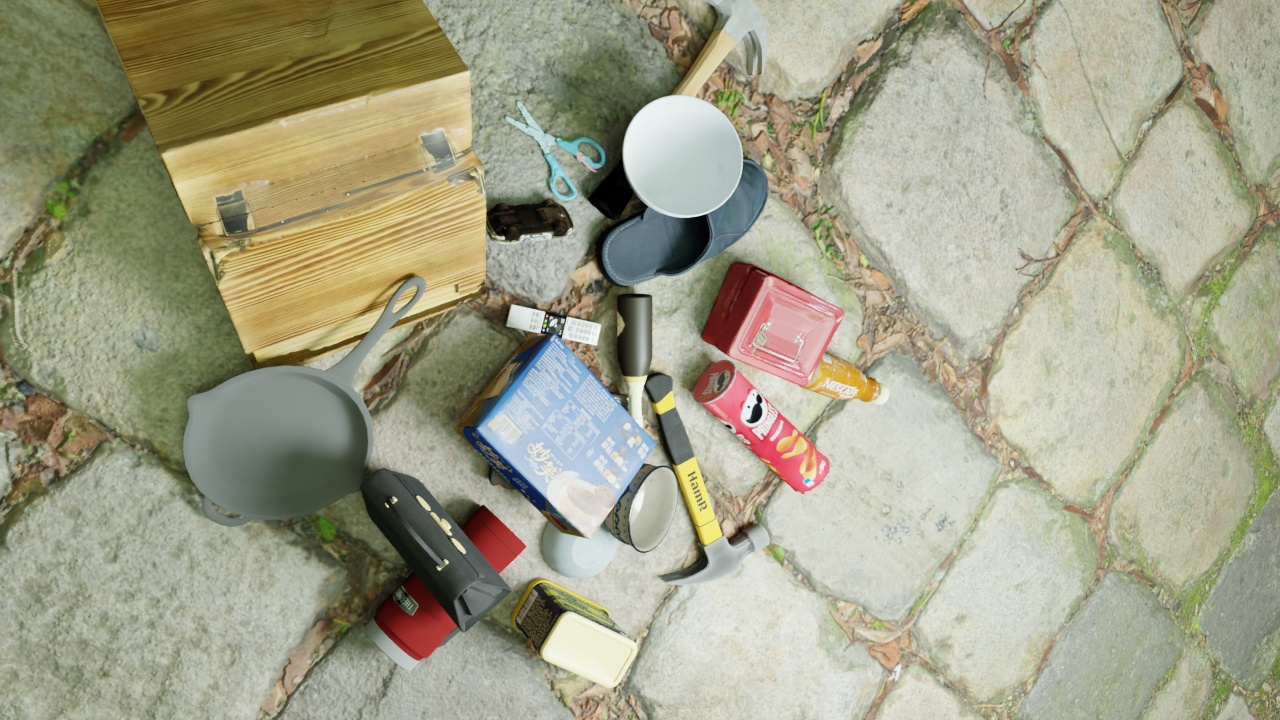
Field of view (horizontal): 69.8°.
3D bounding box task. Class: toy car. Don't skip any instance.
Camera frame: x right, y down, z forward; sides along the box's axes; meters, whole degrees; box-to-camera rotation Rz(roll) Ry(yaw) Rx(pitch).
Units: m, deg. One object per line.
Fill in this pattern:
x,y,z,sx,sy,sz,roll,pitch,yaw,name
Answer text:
-0.133,-0.162,1.095,0.112,0.041,0.048,-11,65,-30,toy car

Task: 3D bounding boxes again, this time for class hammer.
0.045,-0.320,1.156,0.131,0.039,0.328,38,83,-29,hammer
0.065,0.166,1.272,0.169,0.034,0.325,-26,110,-19,hammer

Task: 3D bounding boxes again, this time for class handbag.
-0.235,0.193,0.991,0.072,0.196,0.176,-40,73,-14,handbag

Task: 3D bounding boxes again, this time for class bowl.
0.042,-0.235,1.100,0.144,0.074,0.144,1,85,-12,bowl
-0.073,0.242,1.210,0.106,0.039,0.106,-6,103,-26,bowl
-0.006,0.186,1.196,0.115,0.059,0.116,-25,121,-51,bowl

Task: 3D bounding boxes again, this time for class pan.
-0.352,0.041,0.998,0.355,0.024,0.216,-48,125,6,pan

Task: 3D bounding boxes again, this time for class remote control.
-0.108,-0.045,1.148,0.124,0.012,0.028,12,95,-28,remote control

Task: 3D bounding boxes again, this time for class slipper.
0.073,-0.174,1.174,0.265,0.083,0.109,-30,110,-20,slipper

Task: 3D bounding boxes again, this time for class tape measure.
-0.160,0.129,1.147,0.058,0.038,0.058,10,95,-14,tape measure

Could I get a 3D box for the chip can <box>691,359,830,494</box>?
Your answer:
0.173,0.097,1.287,0.233,0.073,0.073,43,80,-28,chip can

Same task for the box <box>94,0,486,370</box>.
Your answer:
-0.330,-0.189,0.950,0.278,0.286,0.337,-22,152,-23,box

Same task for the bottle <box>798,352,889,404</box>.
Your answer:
0.298,0.030,1.344,0.167,0.059,0.059,18,92,-32,bottle

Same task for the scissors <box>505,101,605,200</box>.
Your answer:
-0.114,-0.247,1.108,0.142,0.015,0.095,23,90,-22,scissors

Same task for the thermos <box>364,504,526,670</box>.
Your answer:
-0.229,0.281,1.119,0.198,0.084,0.108,-46,133,-14,thermos

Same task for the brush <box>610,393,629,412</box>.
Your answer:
-0.077,0.055,1.184,0.151,0.012,0.039,10,94,-29,brush

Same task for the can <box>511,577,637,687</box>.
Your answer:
-0.085,0.354,1.190,0.135,0.104,0.075,34,84,-28,can

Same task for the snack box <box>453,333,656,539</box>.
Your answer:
-0.099,0.092,1.114,0.203,0.069,0.154,48,62,-23,snack box

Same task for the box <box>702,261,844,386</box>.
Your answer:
0.179,-0.050,1.255,0.157,0.098,0.130,23,94,-32,box

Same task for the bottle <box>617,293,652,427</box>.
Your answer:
-0.007,0.007,1.188,0.045,0.045,0.184,-5,101,-26,bottle
